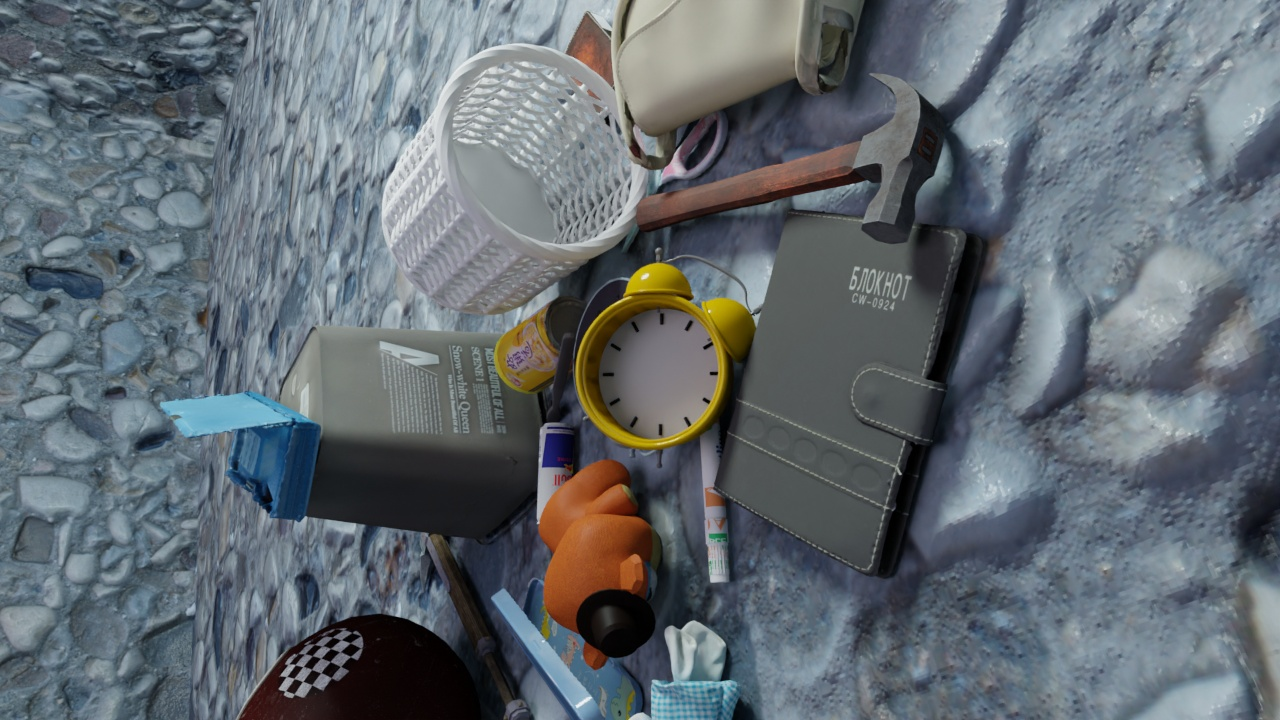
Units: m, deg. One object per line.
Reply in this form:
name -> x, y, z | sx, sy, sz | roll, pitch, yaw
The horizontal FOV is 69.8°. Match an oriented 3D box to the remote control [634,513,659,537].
remote control -> -0.019, 0.142, 0.783 | 0.124, 0.009, 0.046 | 35, 112, 53

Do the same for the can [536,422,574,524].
can -> -0.080, 0.107, 0.860 | 0.032, 0.032, 0.095 | -15, 70, 54

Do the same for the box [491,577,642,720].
box -> -0.061, 0.261, 0.810 | 0.210, 0.063, 0.069 | 29, 143, 57

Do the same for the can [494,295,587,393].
can -> -0.087, -0.014, 0.867 | 0.105, 0.067, 0.067 | -29, 60, 50

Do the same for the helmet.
helmet -> -0.283, 0.387, 0.913 | 0.234, 0.252, 0.233 | -11, 116, 39

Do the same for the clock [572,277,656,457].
clock -> -0.005, 0.005, 0.761 | 0.123, 0.045, 0.159 | -51, 45, 38

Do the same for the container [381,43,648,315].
container -> -0.119, -0.153, 0.828 | 0.187, 0.189, 0.189 | -24, 63, 58

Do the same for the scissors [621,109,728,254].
scissors -> 0.023, -0.151, 0.783 | 0.179, 0.016, 0.108 | -62, 38, 26

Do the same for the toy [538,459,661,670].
toy -> -0.034, 0.157, 0.712 | 0.175, 0.096, 0.112 | -92, 25, -64

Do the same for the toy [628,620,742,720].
toy -> 0.019, 0.282, 0.627 | 0.106, 0.131, 0.205 | 121, 158, -63

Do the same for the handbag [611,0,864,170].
handbag -> 0.051, -0.257, 0.657 | 0.230, 0.131, 0.184 | -11, 77, 53

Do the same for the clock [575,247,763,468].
clock -> 0.019, -0.004, 0.676 | 0.113, 0.052, 0.152 | 31, 94, 17

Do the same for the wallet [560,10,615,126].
wallet -> -0.042, -0.288, 0.904 | 0.072, 0.019, 0.123 | -61, 39, 28

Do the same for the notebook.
notebook -> 0.124, 0.013, 0.585 | 0.170, 0.029, 0.209 | 24, 104, 57

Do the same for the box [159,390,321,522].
box -> -0.385, 0.080, 0.853 | 0.232, 0.110, 0.094 | 9, 90, 57

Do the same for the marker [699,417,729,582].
marker -> 0.054, 0.090, 0.679 | 0.017, 0.017, 0.145 | -25, 63, 52

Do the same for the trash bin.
trash bin -> -0.237, 0.070, 0.935 | 0.198, 0.219, 0.197 | -45, 48, 42

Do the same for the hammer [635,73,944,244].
hammer -> 0.085, -0.123, 0.648 | 0.301, 0.028, 0.111 | 0, 67, 58

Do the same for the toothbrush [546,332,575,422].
toothbrush -> -0.073, 0.019, 0.836 | 0.168, 0.013, 0.013 | 110, 159, -60

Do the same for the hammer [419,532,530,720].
hammer -> -0.184, 0.277, 0.984 | 0.317, 0.028, 0.147 | 45, 126, 51
